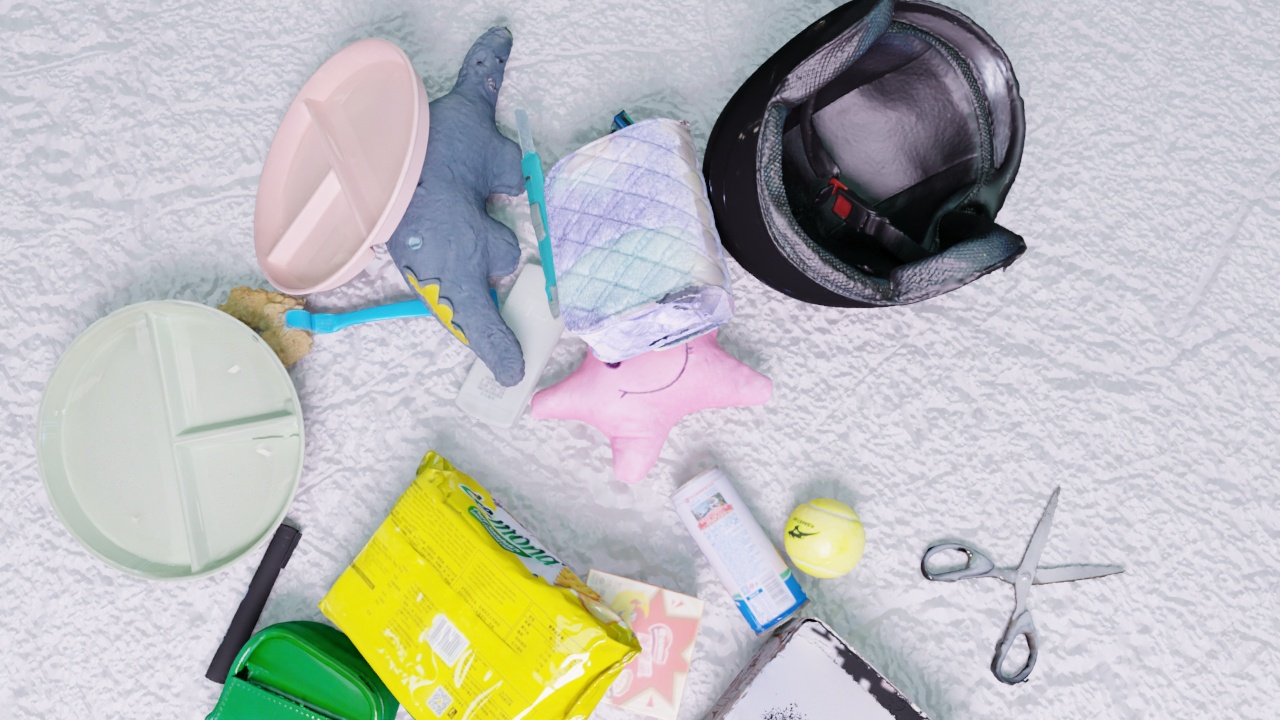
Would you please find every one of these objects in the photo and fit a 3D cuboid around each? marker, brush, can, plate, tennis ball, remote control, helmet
[{"bbox_3d":[-0.315,0.198,0.751,0.022,0.020,0.131,19,74,10],"label":"marker"},{"bbox_3d":[-0.253,-0.036,0.806,0.254,0.046,0.083,-8,74,-9],"label":"brush"},{"bbox_3d":[0.080,0.155,0.755,0.053,0.053,0.134,-32,78,-10],"label":"can"},{"bbox_3d":[-0.256,-0.163,0.783,0.230,0.028,0.229,-14,67,36],"label":"plate"},{"bbox_3d":[-0.382,0.065,0.753,0.230,0.027,0.230,0,90,5],"label":"plate"},{"bbox_3d":[0.151,0.146,0.753,0.065,0.065,0.065,0,75,-2],"label":"tennis ball"},{"bbox_3d":[-0.107,-0.013,0.812,0.058,0.021,0.149,24,75,5],"label":"remote control"},{"bbox_3d":[0.183,-0.165,0.757,0.274,0.231,0.233,-37,105,-24],"label":"helmet"}]

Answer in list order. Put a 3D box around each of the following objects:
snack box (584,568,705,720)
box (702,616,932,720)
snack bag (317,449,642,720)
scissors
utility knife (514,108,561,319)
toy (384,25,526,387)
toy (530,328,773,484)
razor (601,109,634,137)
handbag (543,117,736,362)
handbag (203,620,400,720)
[{"bbox_3d":[-0.008,0.222,0.722,0.094,0.077,0.092,15,75,2],"label":"snack box"},{"bbox_3d":[0.103,0.347,0.689,0.178,0.088,0.261,42,77,9],"label":"box"},{"bbox_3d":[-0.130,0.197,0.684,0.246,0.068,0.158,36,86,30],"label":"snack bag"},{"bbox_3d":[0.326,0.188,0.773,0.177,0.014,0.159,-3,75,-3],"label":"scissors"},{"bbox_3d":[-0.089,-0.132,0.808,0.013,0.029,0.193,-5,81,-47],"label":"utility knife"},{"bbox_3d":[-0.163,-0.148,0.808,0.137,0.092,0.355,3,70,-12],"label":"toy"},{"bbox_3d":[-0.005,0.005,0.783,0.194,0.075,0.178,-30,70,-8],"label":"toy"},{"bbox_3d":[-0.050,-0.173,0.851,0.042,0.022,0.142,45,69,-6],"label":"razor"},{"bbox_3d":[-0.003,-0.100,0.756,0.134,0.075,0.193,-21,56,18],"label":"handbag"},{"bbox_3d":[-0.262,0.272,0.712,0.131,0.068,0.120,31,84,6],"label":"handbag"}]
